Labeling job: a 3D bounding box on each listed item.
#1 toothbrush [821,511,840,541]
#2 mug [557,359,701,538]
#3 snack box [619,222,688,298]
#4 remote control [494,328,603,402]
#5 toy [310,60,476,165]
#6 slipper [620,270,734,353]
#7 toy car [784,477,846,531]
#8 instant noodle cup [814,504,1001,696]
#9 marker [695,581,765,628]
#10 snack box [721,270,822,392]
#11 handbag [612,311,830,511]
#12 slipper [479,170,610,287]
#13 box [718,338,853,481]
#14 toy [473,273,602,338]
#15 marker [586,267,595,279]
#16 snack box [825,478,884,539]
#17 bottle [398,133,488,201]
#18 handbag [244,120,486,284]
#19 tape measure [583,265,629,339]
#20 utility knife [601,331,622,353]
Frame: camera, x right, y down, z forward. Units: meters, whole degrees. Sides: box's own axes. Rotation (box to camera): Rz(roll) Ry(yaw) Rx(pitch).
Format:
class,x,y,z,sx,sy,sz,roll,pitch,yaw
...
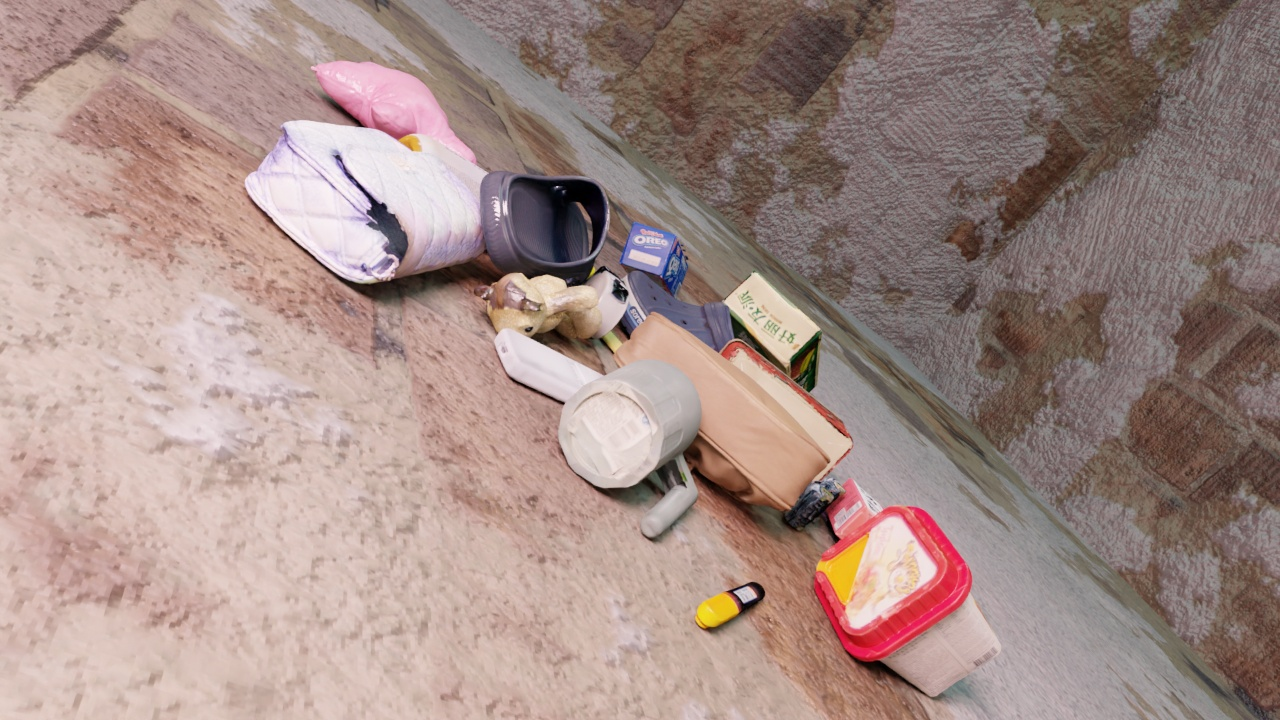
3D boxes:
class,x,y,z,sx,sy,sz,roll,pitch,yaw
toothbrush,0.210,0.190,0.928,0.014,0.017,0.189,44,11,-25
mug,0.002,0.064,0.685,0.124,0.084,0.103,67,18,1
snack box,0.021,-0.121,1.165,0.058,0.057,0.207,20,-1,8
remote control,-0.060,0.017,0.755,0.136,0.020,0.056,28,19,-39
toy,-0.270,-0.276,0.986,0.178,0.075,0.194,25,18,-39
slipper,0.078,-0.017,1.054,0.253,0.095,0.105,40,12,-9
toy car,0.173,0.140,0.916,0.031,0.049,0.105,48,16,19
instant noodle cup,0.226,0.205,0.763,0.124,0.117,0.116,47,11,-27
marker,0.065,0.169,0.641,0.018,0.015,0.123,48,14,20
snack box,0.170,-0.017,1.178,0.114,0.063,0.240,45,-5,18
handbag,0.063,0.051,0.816,0.204,0.100,0.148,42,-1,7
slipper,-0.072,-0.122,0.872,0.268,0.083,0.110,-10,94,-78
box,0.142,0.061,0.984,0.168,0.091,0.079,37,12,-11
toy,-0.084,-0.042,0.809,0.105,0.066,0.157,11,0,22
marker,-0.074,-0.096,1.062,0.018,0.015,0.124,39,18,-1
snack box,0.249,0.183,0.954,0.113,0.044,0.127,43,9,-3
bottle,-0.163,-0.152,0.895,0.189,0.068,0.068,26,20,-51
handbag,-0.199,-0.123,0.712,0.134,0.076,0.193,43,16,-1
tape measure,-0.042,-0.056,0.917,0.033,0.066,0.066,35,14,-26
utility knife,-0.006,0.005,0.932,0.031,0.018,0.151,27,21,-53
